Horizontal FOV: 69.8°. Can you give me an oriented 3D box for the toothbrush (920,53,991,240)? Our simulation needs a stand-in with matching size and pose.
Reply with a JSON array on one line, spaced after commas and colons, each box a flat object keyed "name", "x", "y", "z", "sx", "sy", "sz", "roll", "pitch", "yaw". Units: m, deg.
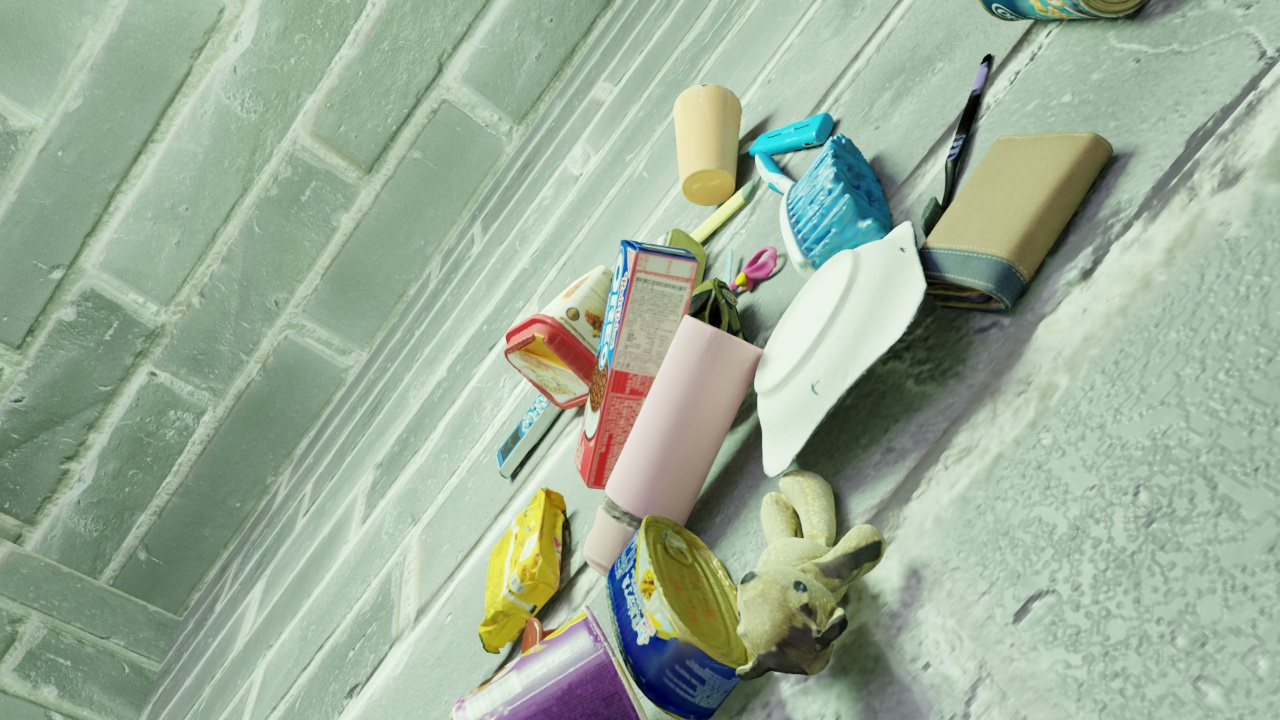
[{"name": "toothbrush", "x": 0.229, "y": -0.160, "z": 0.662, "sx": 0.014, "sy": 0.016, "sz": 0.188, "roll": -22, "pitch": 38, "yaw": 56}]

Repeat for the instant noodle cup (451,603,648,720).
[{"name": "instant noodle cup", "x": -0.049, "y": 0.217, "z": 0.539, "sx": 0.099, "sy": 0.111, "sz": 0.111, "roll": -27, "pitch": 17, "yaw": -12}]

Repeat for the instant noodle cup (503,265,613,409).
[{"name": "instant noodle cup", "x": -0.064, "y": -0.028, "z": 0.989, "sx": 0.117, "sy": 0.116, "sz": 0.124, "roll": -22, "pitch": 28, "yaw": 56}]

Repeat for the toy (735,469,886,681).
[{"name": "toy", "x": 0.085, "y": 0.112, "z": 0.509, "sx": 0.105, "sy": 0.066, "sz": 0.157, "roll": -40, "pitch": 9, "yaw": 22}]

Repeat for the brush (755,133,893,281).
[{"name": "brush", "x": 0.144, "y": -0.154, "z": 0.793, "sx": 0.110, "sy": 0.060, "sz": 0.313, "roll": -48, "pitch": 19, "yaw": 30}]

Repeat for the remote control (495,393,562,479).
[{"name": "remote control", "x": -0.127, "y": 0.079, "z": 1.075, "sx": 0.125, "sy": 0.024, "sz": 0.049, "roll": -52, "pitch": 21, "yaw": 7}]

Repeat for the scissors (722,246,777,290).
[{"name": "scissors", "x": 0.077, "y": -0.057, "z": 0.839, "sx": 0.134, "sy": 0.017, "sz": 0.133, "roll": -31, "pitch": 35, "yaw": 48}]

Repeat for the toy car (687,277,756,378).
[{"name": "toy car", "x": 0.055, "y": -0.012, "z": 0.769, "sx": 0.070, "sy": 0.042, "sz": 0.158, "roll": -45, "pitch": 32, "yaw": 26}]

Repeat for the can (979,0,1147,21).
[{"name": "can", "x": 0.285, "y": -0.267, "z": 0.612, "sx": 0.075, "sy": 0.075, "sz": 0.111, "roll": -53, "pitch": 22, "yaw": 8}]

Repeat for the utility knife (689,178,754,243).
[{"name": "utility knife", "x": 0.057, "y": -0.132, "z": 0.989, "sx": 0.184, "sy": 0.019, "sz": 0.030, "roll": -35, "pitch": 25, "yaw": 32}]

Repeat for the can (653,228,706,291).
[{"name": "can", "x": 0.018, "y": -0.077, "z": 0.944, "sx": 0.083, "sy": 0.057, "sz": 0.101, "roll": -33, "pitch": 31, "yaw": 41}]

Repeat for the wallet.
[{"name": "wallet", "x": 0.218, "y": -0.085, "z": 0.555, "sx": 0.115, "sy": 0.033, "sz": 0.090, "roll": -56, "pitch": 23, "yaw": -4}]

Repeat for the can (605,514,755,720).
[{"name": "can", "x": 0.023, "y": 0.155, "z": 0.569, "sx": 0.049, "sy": 0.074, "sz": 0.148, "roll": -55, "pitch": 20, "yaw": 12}]

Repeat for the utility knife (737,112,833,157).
[{"name": "utility knife", "x": 0.143, "y": -0.227, "z": 0.943, "sx": 0.034, "sy": 0.018, "sz": 0.182, "roll": -59, "pitch": 20, "yaw": -6}]

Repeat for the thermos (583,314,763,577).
[{"name": "thermos", "x": 0.023, "y": 0.068, "z": 0.685, "sx": 0.087, "sy": 0.067, "sz": 0.199, "roll": -22, "pitch": -44, "yaw": -81}]

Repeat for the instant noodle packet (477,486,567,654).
[{"name": "instant noodle packet", "x": -0.106, "y": 0.189, "z": 0.840, "sx": 0.111, "sy": 0.044, "sz": 0.128, "roll": -55, "pitch": 16, "yaw": 22}]

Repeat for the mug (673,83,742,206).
[{"name": "mug", "x": 0.074, "y": -0.234, "z": 1.014, "sx": 0.078, "sy": 0.078, "sz": 0.122, "roll": -35, "pitch": 42, "yaw": 44}]

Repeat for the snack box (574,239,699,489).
[{"name": "snack box", "x": -0.005, "y": 0.004, "z": 0.766, "sx": 0.057, "sy": 0.058, "sz": 0.208, "roll": -129, "pitch": 50, "yaw": -68}]

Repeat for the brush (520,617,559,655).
[{"name": "brush", "x": -0.063, "y": 0.245, "z": 0.628, "sx": 0.063, "sy": 0.069, "sz": 0.145, "roll": -42, "pitch": 25, "yaw": 31}]

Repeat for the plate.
[{"name": "plate", "x": 0.119, "y": -0.017, "z": 0.602, "sx": 0.165, "sy": 0.034, "sz": 0.163, "roll": -55, "pitch": 7, "yaw": 29}]
